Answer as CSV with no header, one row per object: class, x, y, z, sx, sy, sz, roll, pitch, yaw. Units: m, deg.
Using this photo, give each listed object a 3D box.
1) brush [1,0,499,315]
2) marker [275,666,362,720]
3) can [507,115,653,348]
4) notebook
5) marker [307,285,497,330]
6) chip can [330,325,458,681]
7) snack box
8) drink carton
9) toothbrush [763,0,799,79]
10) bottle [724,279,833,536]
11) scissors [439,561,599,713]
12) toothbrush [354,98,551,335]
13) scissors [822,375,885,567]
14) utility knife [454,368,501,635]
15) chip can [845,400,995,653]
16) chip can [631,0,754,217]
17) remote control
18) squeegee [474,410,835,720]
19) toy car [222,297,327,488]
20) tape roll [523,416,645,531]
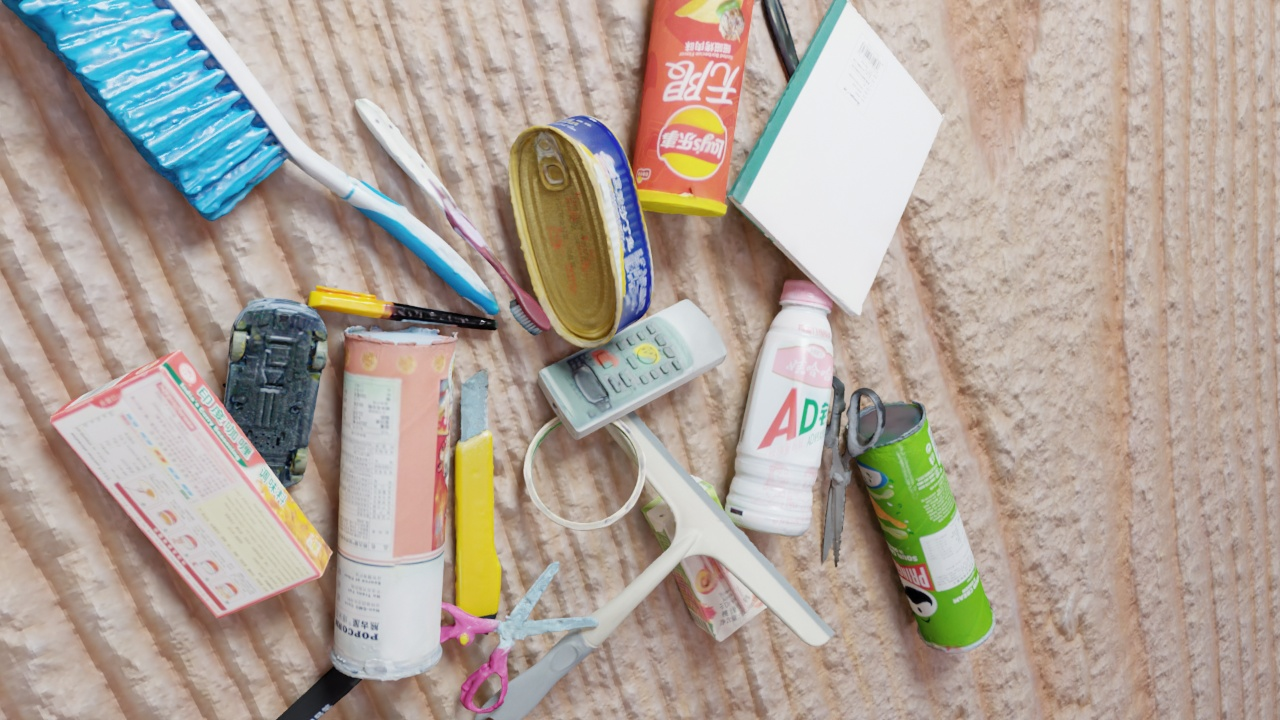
brush,-0.210,-0.113,0.532,0.109,0.061,0.314,-44,119,-18
marker,-0.240,0.246,0.602,0.132,0.020,0.022,-41,86,-14
can,-0.038,-0.085,0.607,0.049,0.075,0.148,-36,119,-49
notebook,0.161,-0.161,0.715,0.150,0.012,0.208,38,68,-27
marker,-0.151,-0.032,0.595,0.123,0.018,0.015,8,88,-30
chip can,-0.157,0.087,0.584,0.071,0.071,0.215,0,99,-28
snack box,-0.257,0.076,0.535,0.077,0.027,0.156,-23,113,9
drink carton,0.052,0.157,0.724,0.053,0.045,0.122,-31,112,-19
toothbrush,0.129,-0.201,0.714,0.015,0.018,0.181,-31,111,-17
bottle,0.115,0.036,0.723,0.068,0.068,0.197,10,89,-29
scissors,-0.094,0.197,0.641,0.133,0.017,0.124,-5,101,1
toothbrush,-0.120,-0.089,0.593,0.187,0.017,0.016,52,40,-17
scissors,0.173,0.099,0.765,0.014,0.141,0.173,-18,84,-41
utility knife,-0.114,0.101,0.640,0.033,0.015,0.197,-4,104,-27
chip can,0.251,0.148,0.813,0.072,0.072,0.236,-32,113,-19
chip can,0.040,-0.210,0.631,0.073,0.073,0.216,6,97,-29
remote control,-0.004,0.004,0.663,0.135,0.019,0.056,-26,69,-21
squeegee,-0.031,0.190,0.660,0.246,0.039,0.246,-42,88,1
toy car,-0.224,0.022,0.557,0.054,0.037,0.121,7,106,-27
tape roll,-0.039,0.078,0.652,0.086,0.014,0.085,0,77,-1
